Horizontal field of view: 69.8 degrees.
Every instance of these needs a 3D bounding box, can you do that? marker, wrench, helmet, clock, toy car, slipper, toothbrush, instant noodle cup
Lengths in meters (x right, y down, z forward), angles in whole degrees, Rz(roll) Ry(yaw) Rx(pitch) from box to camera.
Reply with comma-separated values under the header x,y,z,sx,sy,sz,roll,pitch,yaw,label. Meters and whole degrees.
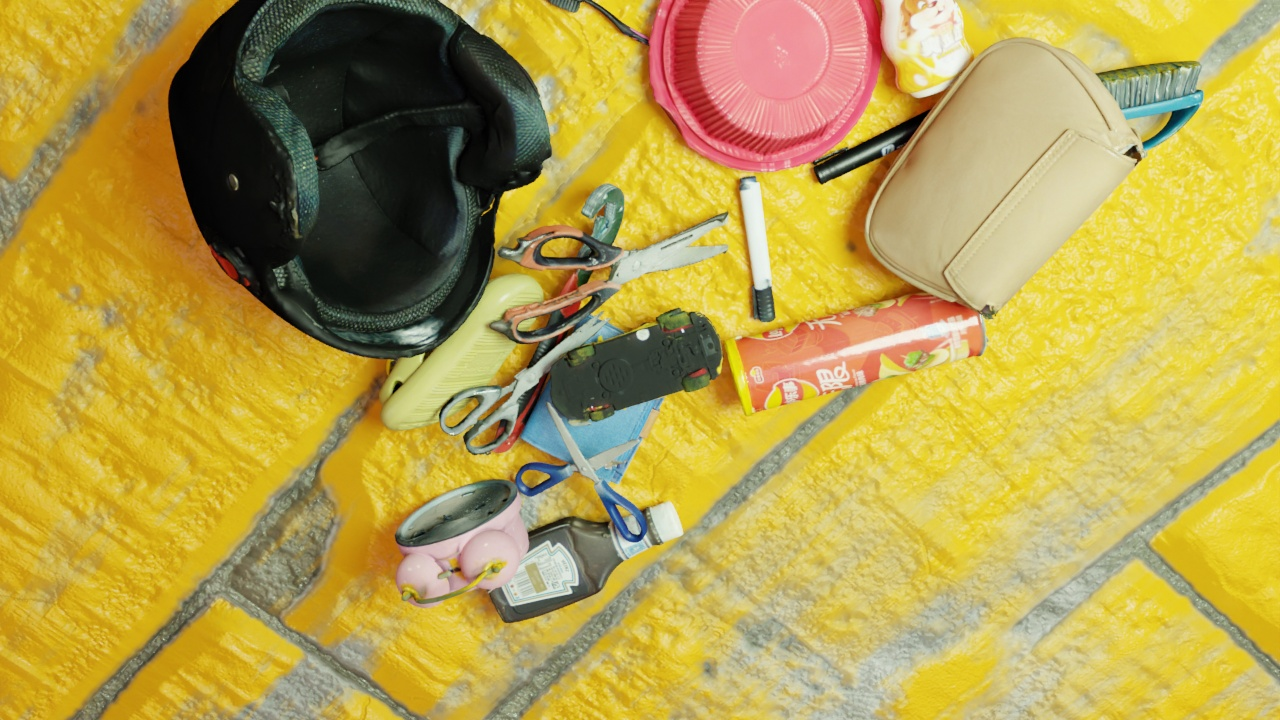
x,y,z,sx,sy,sz,roll,pitch,yaw,label
0.102,-0.096,0.807,0.023,0.018,0.131,-7,109,12,marker
-0.075,-0.030,0.815,0.016,0.056,0.274,35,113,23,wrench
-0.216,-0.143,0.682,0.230,0.232,0.275,20,125,39,helmet
-0.159,0.167,0.820,0.117,0.158,0.060,-17,105,6,clock
-0.005,0.005,0.794,0.156,0.041,0.071,-20,96,4,toy car
-0.165,-0.018,0.807,0.191,0.091,0.081,-45,68,19,slipper
0.007,-0.260,0.755,0.189,0.014,0.018,26,123,-10,toothbrush
0.210,-0.186,0.777,0.132,0.020,0.022,-24,78,9,marker
0.105,-0.243,0.725,0.194,0.065,0.194,-1,107,-4,instant noodle cup

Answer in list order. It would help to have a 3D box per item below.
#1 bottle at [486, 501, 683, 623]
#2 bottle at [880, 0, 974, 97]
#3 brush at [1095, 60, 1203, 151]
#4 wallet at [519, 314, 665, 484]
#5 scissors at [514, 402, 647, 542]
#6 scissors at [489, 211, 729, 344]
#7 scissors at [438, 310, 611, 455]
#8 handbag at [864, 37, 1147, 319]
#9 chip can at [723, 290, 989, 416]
x,y,z,sx,sy,sz,roll,pitch,yaw,label
-0.055,0.187,0.887,0.195,0.044,0.080,-23,98,6,bottle
0.220,-0.267,0.726,0.063,0.063,0.108,-24,107,7,bottle
0.386,-0.201,0.753,0.144,0.055,0.073,-11,108,3,brush
-0.035,0.036,0.839,0.106,0.040,0.133,26,100,-5,wallet
-0.047,0.105,0.822,0.162,0.012,0.173,46,135,-14,scissors
-0.025,-0.080,0.759,0.215,0.015,0.196,25,111,-45,scissors
-0.103,0.012,0.801,0.136,0.014,0.175,9,117,-27,scissors
0.282,-0.140,0.722,0.147,0.099,0.205,54,128,27,handbag
0.186,-0.010,0.808,0.216,0.073,0.073,-14,108,4,chip can
